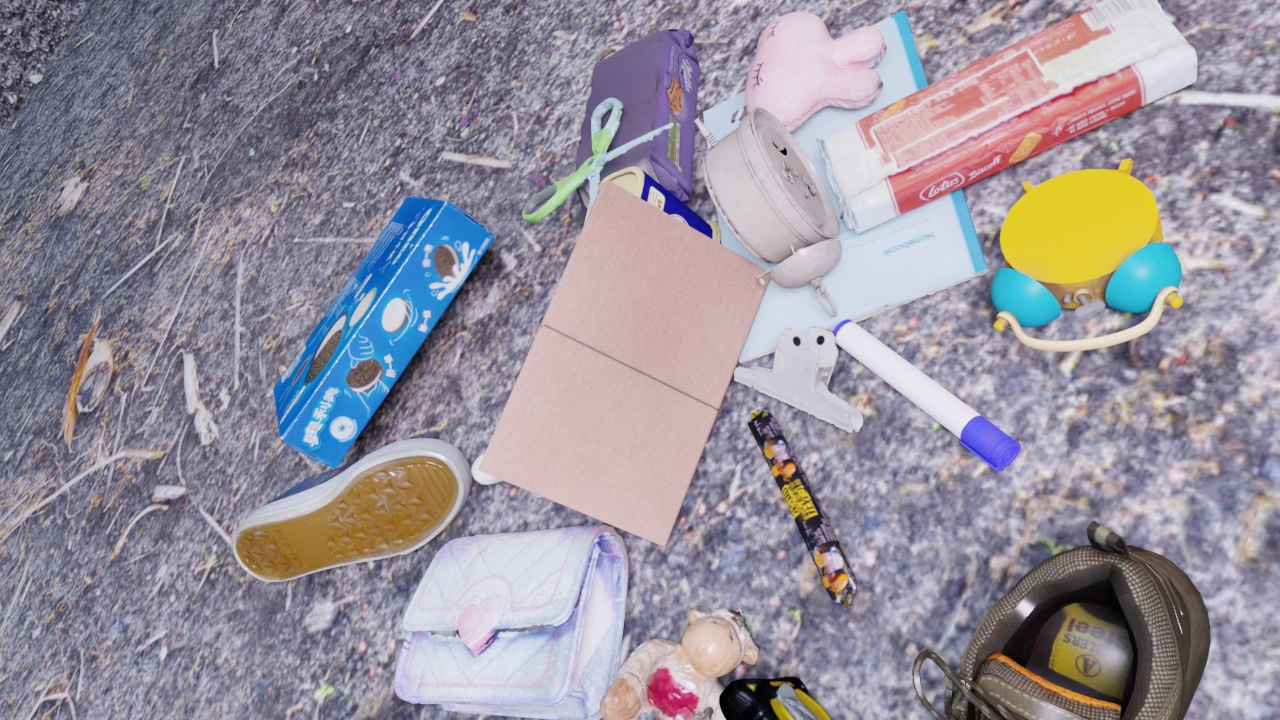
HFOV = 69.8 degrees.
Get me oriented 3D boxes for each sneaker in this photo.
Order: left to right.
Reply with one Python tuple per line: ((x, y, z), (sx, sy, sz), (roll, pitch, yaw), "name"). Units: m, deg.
((-0.236, 0.121, 0.781), (0.236, 0.087, 0.079), (-23, 19, 20), "sneaker")
((0.172, 0.178, 0.393), (0.101, 0.143, 0.237), (21, 78, 41), "sneaker")

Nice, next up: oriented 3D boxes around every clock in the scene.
((0.094, -0.097, 0.634), (0.061, 0.103, 0.157), (-31, 77, 28), "clock")
((0.257, -0.061, 0.537), (0.099, 0.043, 0.129), (-9, 53, 32), "clock")

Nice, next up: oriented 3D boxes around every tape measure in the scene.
((0.080, 0.200, 0.502), (0.034, 0.061, 0.061), (-56, 49, 17), "tape measure")

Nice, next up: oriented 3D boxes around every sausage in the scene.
((0.101, 0.087, 0.579), (0.020, 0.020, 0.155), (-34, 50, 15), "sausage")

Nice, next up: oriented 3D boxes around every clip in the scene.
((0.103, 0.005, 0.606), (0.102, 0.045, 0.056), (25, 114, 41), "clip")

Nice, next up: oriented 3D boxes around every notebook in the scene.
((-0.004, 0.004, 0.622), (0.008, 0.141, 0.209), (-2, 64, 67), "notebook")
((0.138, -0.135, 0.685), (0.181, 0.009, 0.253), (-21, 55, 25), "notebook")

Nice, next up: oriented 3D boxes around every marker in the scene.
((0.172, 0.018, 0.568), (0.020, 0.020, 0.141), (-48, 48, 3), "marker")

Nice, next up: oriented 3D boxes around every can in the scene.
((0.004, -0.074, 0.686), (0.057, 0.092, 0.116), (-11, 59, 42), "can")

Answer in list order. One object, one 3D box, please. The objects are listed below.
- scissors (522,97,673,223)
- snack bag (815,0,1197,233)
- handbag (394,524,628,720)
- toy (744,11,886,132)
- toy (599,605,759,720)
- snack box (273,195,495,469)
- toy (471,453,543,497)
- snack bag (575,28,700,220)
((-0.035, -0.151, 0.696), (0.172, 0.023, 0.171), (-17, 40, 43), "scissors")
((0.231, -0.162, 0.604), (0.226, 0.041, 0.077), (-25, 53, 20), "snack bag")
((-0.091, 0.178, 0.637), (0.159, 0.069, 0.126), (-11, 57, 34), "handbag")
((0.133, -0.221, 0.698), (0.105, 0.053, 0.108), (4, 65, 22), "toy")
((0.036, 0.192, 0.543), (0.085, 0.074, 0.105), (38, 67, 12), "toy")
((-0.239, -0.038, 0.827), (0.238, 0.056, 0.196), (-56, 25, -4), "snack box")
((-0.071, 0.069, 0.703), (0.123, 0.038, 0.079), (3, 55, 37), "toy")
((-0.004, -0.206, 0.785), (0.097, 0.058, 0.205), (-18, 49, 28), "snack bag")
